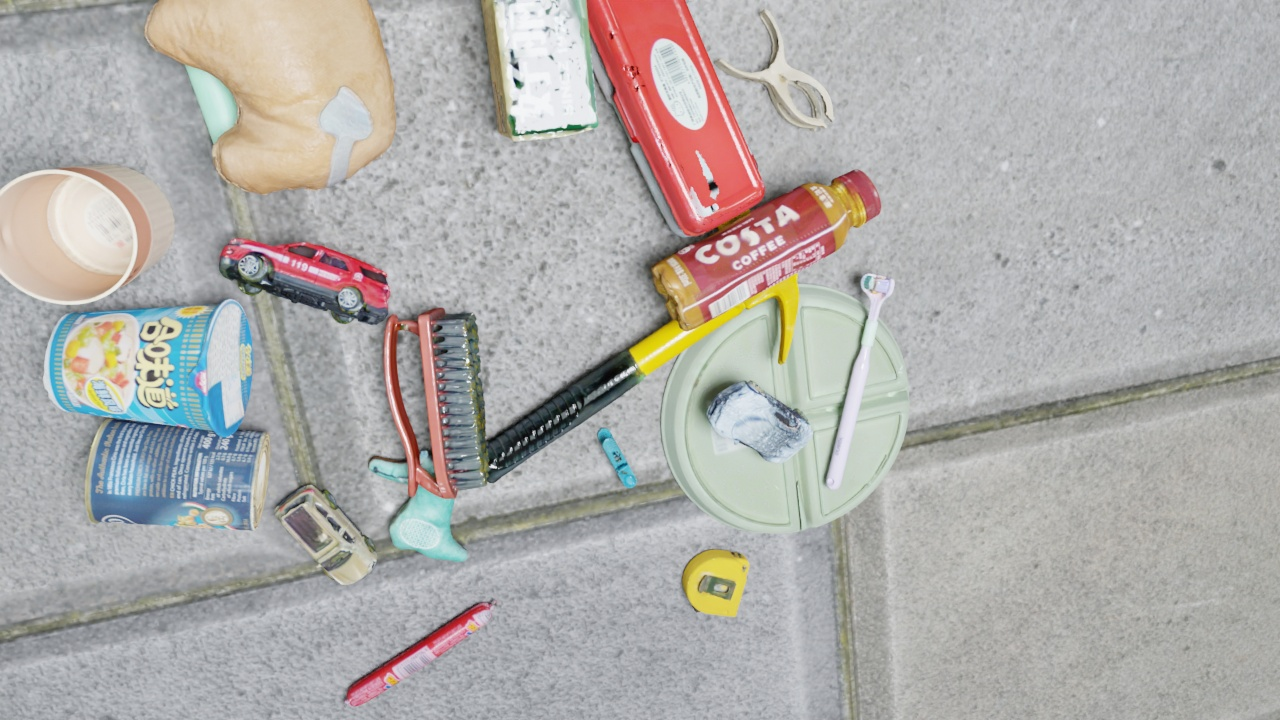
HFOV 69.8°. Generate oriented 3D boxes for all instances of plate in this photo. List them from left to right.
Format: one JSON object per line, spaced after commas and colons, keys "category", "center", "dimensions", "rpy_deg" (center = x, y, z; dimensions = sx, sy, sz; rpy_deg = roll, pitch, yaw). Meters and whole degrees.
{"category": "plate", "center": [0.131, 0.048, 0.794], "dimensions": [0.230, 0.027, 0.230], "rpy_deg": [-3, 105, -12]}

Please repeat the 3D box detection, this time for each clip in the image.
{"category": "clip", "center": [-0.019, 0.083, 0.773], "dimensions": [0.014, 0.041, 0.056], "rpy_deg": [-28, 115, -4]}
{"category": "clip", "center": [0.108, -0.215, 0.714], "dimensions": [0.098, 0.034, 0.064], "rpy_deg": [41, 94, -14]}

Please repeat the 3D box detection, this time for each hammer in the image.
{"category": "hammer", "center": [-0.004, 0.004, 0.737], "dimensions": [0.301, 0.033, 0.129], "rpy_deg": [-34, 87, 2]}

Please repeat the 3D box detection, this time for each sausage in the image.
{"category": "sausage", "center": [-0.186, 0.250, 0.781], "dimensions": [0.156, 0.020, 0.020], "rpy_deg": [-33, 109, -2]}

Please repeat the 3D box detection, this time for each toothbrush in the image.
{"category": "toothbrush", "center": [-0.304, -0.233, 0.618], "dimensions": [0.027, 0.026, 0.224], "rpy_deg": [-15, 107, -3]}
{"category": "toothbrush", "center": [0.181, 0.022, 0.773], "dimensions": [0.021, 0.029, 0.189], "rpy_deg": [-8, 112, -50]}

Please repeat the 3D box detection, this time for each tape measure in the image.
{"category": "tape measure", "center": [0.068, 0.199, 0.819], "dimensions": [0.057, 0.029, 0.060], "rpy_deg": [11, 102, -15]}

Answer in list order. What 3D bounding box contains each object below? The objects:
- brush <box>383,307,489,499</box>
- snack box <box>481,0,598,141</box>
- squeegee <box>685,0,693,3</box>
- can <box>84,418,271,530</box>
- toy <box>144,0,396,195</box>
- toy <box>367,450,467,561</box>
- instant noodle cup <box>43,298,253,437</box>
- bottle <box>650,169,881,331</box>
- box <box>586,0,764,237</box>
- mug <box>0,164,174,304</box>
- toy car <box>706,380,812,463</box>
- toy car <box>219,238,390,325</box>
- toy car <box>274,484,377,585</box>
{"category": "brush", "center": [-0.155, 0.035, 0.697], "dimensions": [0.069, 0.063, 0.146], "rpy_deg": [-4, 99, 0]}
{"category": "snack box", "center": [-0.078, -0.272, 0.612], "dimensions": [0.063, 0.114, 0.240], "rpy_deg": [-8, 106, -10]}
{"category": "squeegee", "center": [0.136, -0.405, 0.665], "dimensions": [0.246, 0.039, 0.247], "rpy_deg": [-13, 125, -15]}
{"category": "can", "center": [-0.333, 0.084, 0.672], "dimensions": [0.111, 0.075, 0.075], "rpy_deg": [6, 103, -15]}
{"category": "toy", "center": [-0.245, -0.223, 0.599], "dimensions": [0.143, 0.083, 0.226], "rpy_deg": [-32, 114, -25]}
{"category": "toy", "center": [-0.177, 0.112, 0.742], "dimensions": [0.096, 0.030, 0.092], "rpy_deg": [16, 96, -9]}
{"category": "instant noodle cup", "center": [-0.343, 0.003, 0.643], "dimensions": [0.110, 0.099, 0.099], "rpy_deg": [3, 104, -5]}
{"category": "bottle", "center": [0.096, -0.086, 0.687], "dimensions": [0.175, 0.057, 0.057], "rpy_deg": [-28, 109, -5]}
{"category": "box", "center": [0.021, -0.195, 0.687], "dimensions": [0.090, 0.068, 0.201], "rpy_deg": [-30, 102, -21]}
{"category": "mug", "center": [-0.376, -0.085, 0.600], "dimensions": [0.114, 0.106, 0.082], "rpy_deg": [-5, 106, -12]}
{"category": "toy car", "center": [0.098, 0.052, 0.739], "dimensions": [0.105, 0.031, 0.049], "rpy_deg": [30, 112, -39]}
{"category": "toy car", "center": [-0.241, -0.060, 0.667], "dimensions": [0.120, 0.053, 0.045], "rpy_deg": [17, 73, -23]}
{"category": "toy car", "center": [-0.248, 0.142, 0.729], "dimensions": [0.042, 0.035, 0.090], "rpy_deg": [-35, 112, -1]}
